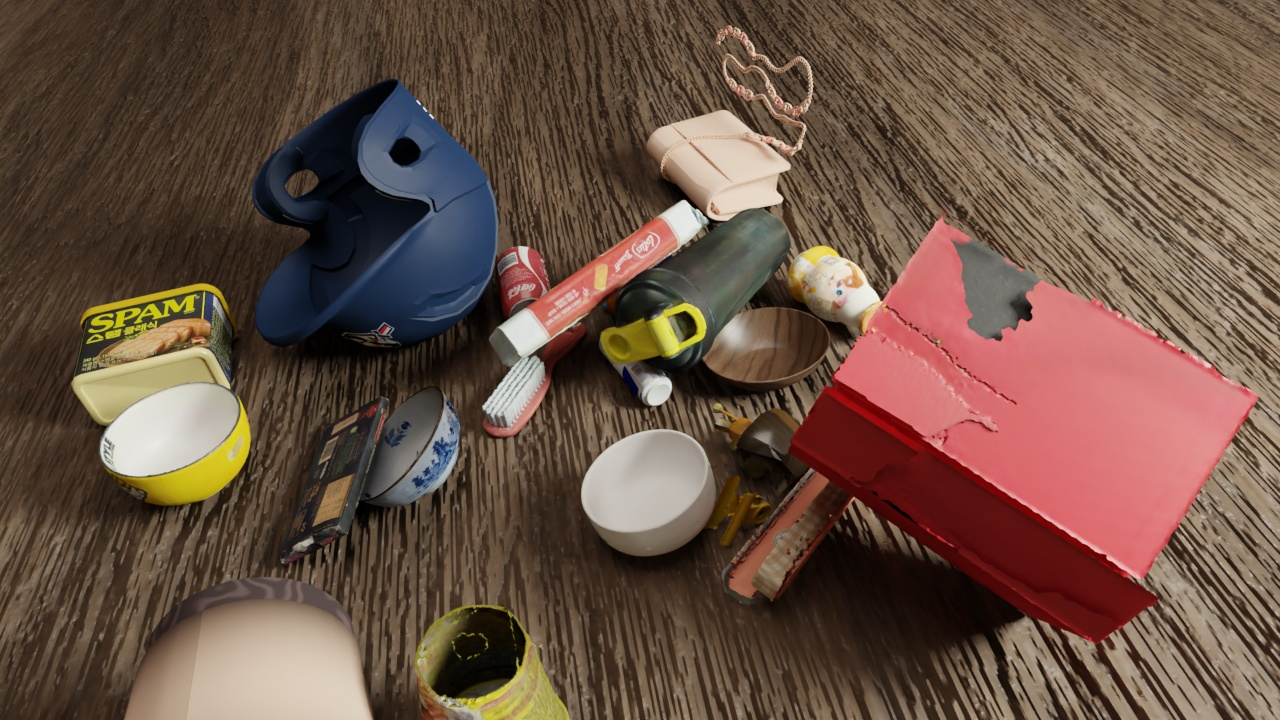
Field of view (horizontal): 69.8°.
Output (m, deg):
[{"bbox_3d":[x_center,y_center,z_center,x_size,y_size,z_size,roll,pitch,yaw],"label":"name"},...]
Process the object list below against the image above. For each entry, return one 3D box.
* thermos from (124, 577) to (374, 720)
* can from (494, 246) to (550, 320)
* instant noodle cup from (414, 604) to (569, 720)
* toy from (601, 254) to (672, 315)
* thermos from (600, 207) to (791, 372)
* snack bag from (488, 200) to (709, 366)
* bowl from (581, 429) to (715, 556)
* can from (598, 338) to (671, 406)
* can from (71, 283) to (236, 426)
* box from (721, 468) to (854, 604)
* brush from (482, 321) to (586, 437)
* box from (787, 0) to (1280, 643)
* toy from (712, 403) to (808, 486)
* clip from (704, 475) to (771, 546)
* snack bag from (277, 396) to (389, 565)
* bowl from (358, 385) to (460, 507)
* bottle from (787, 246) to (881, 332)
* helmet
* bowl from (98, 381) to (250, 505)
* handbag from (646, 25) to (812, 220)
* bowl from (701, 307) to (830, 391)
[{"bbox_3d":[-0.221,0.249,0.520,0.172,0.173,0.226,-16,35,-11],"label":"thermos"},{"bbox_3d":[-0.121,-0.074,0.957,0.054,0.054,0.096,-12,41,-7],"label":"can"},{"bbox_3d":[-0.097,0.215,0.577,0.102,0.108,0.102,-3,39,2],"label":"instant noodle cup"},{"bbox_3d":[-0.008,-0.082,0.969,0.090,0.070,0.103,-42,28,-18],"label":"toy"},{"bbox_3d":[0.061,-0.069,0.857,0.098,0.098,0.220,22,41,28],"label":"thermos"},{"bbox_3d":[-0.040,-0.073,0.861,0.224,0.078,0.041,-39,94,-19],"label":"snack bag"},{"bbox_3d":[0.010,0.109,0.721,0.105,0.054,0.104,-14,39,12],"label":"bowl"},{"bbox_3d":[-0.005,0.005,0.866,0.032,0.032,0.095,-22,43,-18],"label":"can"},{"bbox_3d":[-0.478,-0.005,0.908,0.135,0.075,0.104,-14,44,-9],"label":"can"},{"bbox_3d":[0.134,0.113,0.711,0.079,0.054,0.186,-9,25,50],"label":"box"},{"bbox_3d":[-0.099,0.006,0.880,0.041,0.030,0.171,13,44,20],"label":"brush"},{"bbox_3d":[0.214,0.035,0.496,0.211,0.411,0.107,34,63,12],"label":"box"},{"bbox_3d":[0.097,0.065,0.770,0.076,0.063,0.100,8,15,-46],"label":"toy"},{"bbox_3d":[0.081,0.120,0.719,0.048,0.054,0.045,20,20,-6],"label":"clip"},{"bbox_3d":[-0.259,0.098,0.779,0.075,0.018,0.154,-27,36,23],"label":"snack bag"},{"bbox_3d":[-0.188,0.080,0.776,0.114,0.045,0.114,-34,32,25],"label":"bowl"},{"bbox_3d":[0.194,-0.066,0.901,0.063,0.063,0.109,-24,44,-20],"label":"bottle"},{"bbox_3d":[-0.258,-0.110,0.894,0.233,0.223,0.271,-1,44,44],"label":"helmet"},{"bbox_3d":[-0.397,0.081,0.801,0.117,0.068,0.117,-3,41,3],"label":"bowl"},{"bbox_3d":[0.087,-0.282,1.068,0.116,0.188,0.198,-16,46,-22],"label":"handbag"},{"bbox_3d":[0.117,-0.004,0.856,0.119,0.032,0.119,-9,35,6],"label":"bowl"}]
